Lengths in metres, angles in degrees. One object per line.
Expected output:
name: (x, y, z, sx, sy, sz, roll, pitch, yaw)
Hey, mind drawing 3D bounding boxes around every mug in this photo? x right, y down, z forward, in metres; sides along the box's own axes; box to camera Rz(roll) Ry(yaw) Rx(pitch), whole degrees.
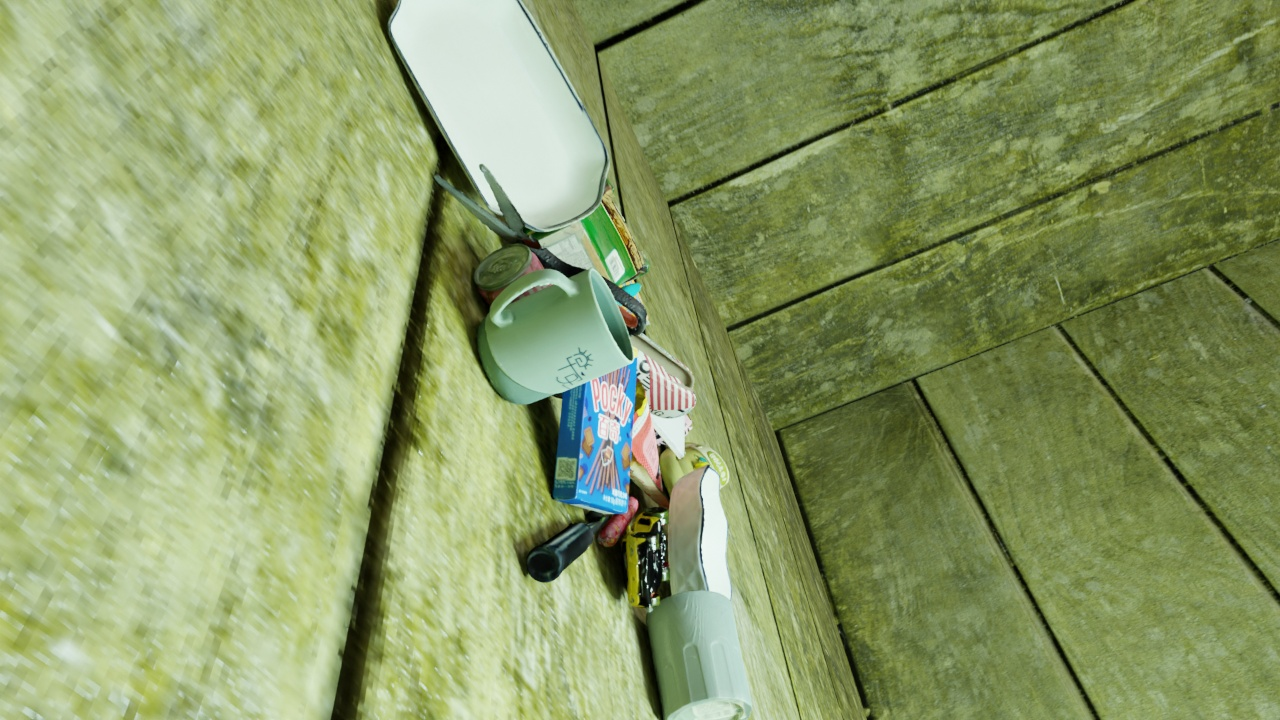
mug: (0.052, 0.289, 0.849, 0.124, 0.083, 0.103, 93, -10, -45)
mug: (-0.075, -0.024, 0.727, 0.112, 0.106, 0.082, 57, 15, -48)

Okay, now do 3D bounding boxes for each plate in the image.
plate: (-0.135, -0.242, 0.871, 0.161, 0.034, 0.265, -34, 96, -38)
plate: (0.067, 0.218, 1.017, 0.204, 0.046, 0.205, -5, 89, -78)

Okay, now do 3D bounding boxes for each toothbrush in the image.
toothbrush: (-0.051, 0.142, 0.737, 0.027, 0.026, 0.212, 36, 4, 7)

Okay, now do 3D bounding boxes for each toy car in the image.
toy car: (0.041, 0.095, 1.254, 0.037, 0.056, 0.122, 61, 10, 2)
toy car: (0.003, 0.184, 0.860, 0.155, 0.041, 0.071, -31, 119, -83)

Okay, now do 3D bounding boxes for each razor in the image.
razor: (-0.035, -0.056, 0.985, 0.043, 0.028, 0.132, 62, 36, -12)

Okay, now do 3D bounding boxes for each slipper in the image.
slipper: (0.075, 0.149, 1.249, 0.091, 0.082, 0.190, 64, 8, -6)

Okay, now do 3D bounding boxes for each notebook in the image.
notebook: (-0.010, 0.012, 1.138, 0.209, 0.012, 0.150, 51, 15, -14)

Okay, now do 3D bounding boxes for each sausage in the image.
sausage: (-0.020, 0.156, 0.891, 0.155, 0.020, 0.020, -29, 97, -80)

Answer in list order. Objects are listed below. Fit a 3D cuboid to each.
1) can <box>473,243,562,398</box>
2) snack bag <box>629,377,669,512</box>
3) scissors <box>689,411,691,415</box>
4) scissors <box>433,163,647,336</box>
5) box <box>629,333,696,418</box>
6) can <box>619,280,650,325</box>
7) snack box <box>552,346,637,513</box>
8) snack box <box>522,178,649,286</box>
can: (-0.088, -0.032, 0.817, 0.057, 0.058, 0.147, -100, 165, -49)
snack bag: (-0.008, 0.085, 0.998, 0.128, 0.073, 0.208, 64, 0, 30)
scissors: (0.015, 0.006, 1.293, 0.172, 0.014, 0.159, 54, -2, -6)
scissors: (-0.092, -0.083, 0.826, 0.221, 0.021, 0.224, 30, -25, 0)
box: (-0.008, 0.002, 1.044, 0.163, 0.074, 0.079, 33, 38, -25)
can: (-0.039, -0.107, 1.250, 0.058, 0.058, 0.146, -31, 99, -80)
snack box: (-0.037, 0.051, 0.806, 0.084, 0.026, 0.157, 30, 59, -56)
snack box: (-0.067, -0.107, 0.947, 0.118, 0.118, 0.105, 62, 16, -18)
